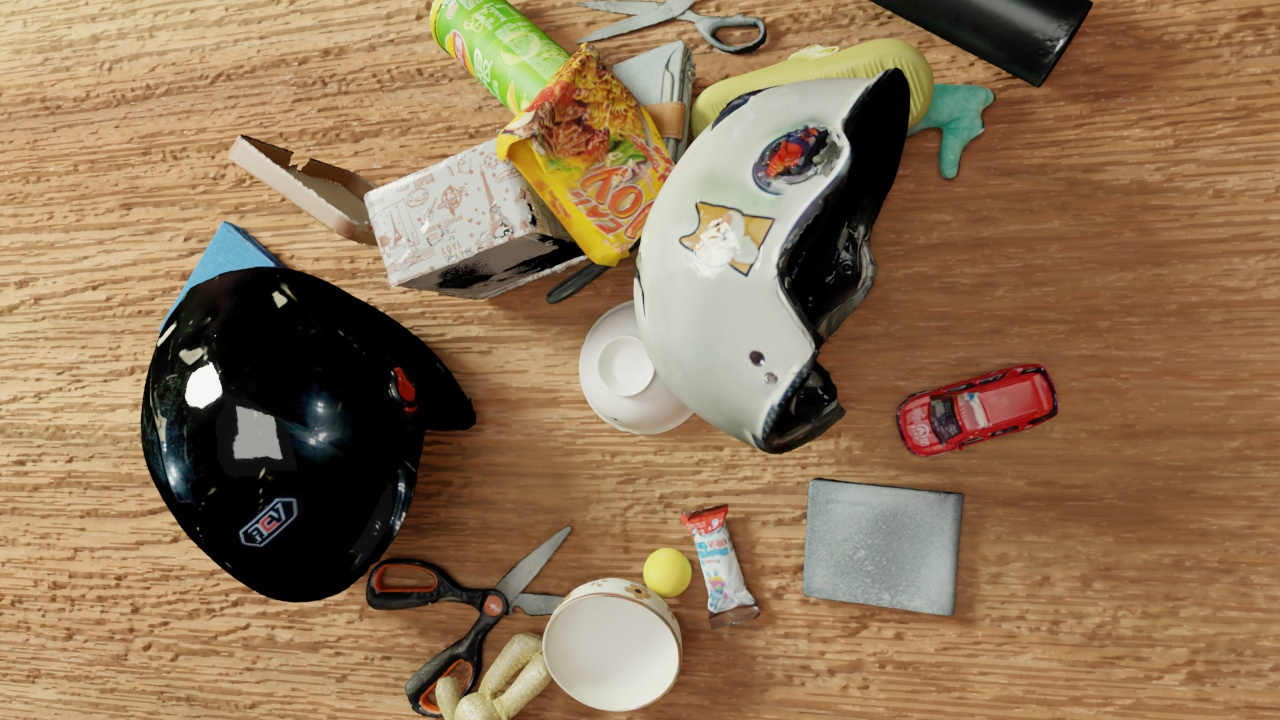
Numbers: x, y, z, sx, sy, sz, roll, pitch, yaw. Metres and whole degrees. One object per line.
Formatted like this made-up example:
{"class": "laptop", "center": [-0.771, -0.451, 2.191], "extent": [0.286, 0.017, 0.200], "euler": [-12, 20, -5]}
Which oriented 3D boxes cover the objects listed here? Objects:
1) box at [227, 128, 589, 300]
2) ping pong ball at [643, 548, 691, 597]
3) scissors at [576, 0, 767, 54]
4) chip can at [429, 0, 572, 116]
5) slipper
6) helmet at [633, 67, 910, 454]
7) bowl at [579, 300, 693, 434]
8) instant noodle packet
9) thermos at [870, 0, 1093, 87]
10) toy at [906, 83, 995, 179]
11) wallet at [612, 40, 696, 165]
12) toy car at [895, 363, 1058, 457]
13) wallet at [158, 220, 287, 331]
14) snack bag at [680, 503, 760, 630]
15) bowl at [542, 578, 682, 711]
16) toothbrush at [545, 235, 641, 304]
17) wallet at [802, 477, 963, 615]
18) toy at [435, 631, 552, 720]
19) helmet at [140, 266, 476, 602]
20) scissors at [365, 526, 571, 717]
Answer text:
{"class": "box", "center": [-0.178, -0.118, 0.759], "extent": [0.273, 0.179, 0.130], "euler": [8, 93, 14]}
{"class": "ping pong ball", "center": [0.023, 0.177, 0.768], "extent": [0.040, 0.040, 0.040], "euler": [0, 89, 15]}
{"class": "scissors", "center": [0.032, -0.305, 0.793], "extent": [0.163, 0.014, 0.166], "euler": [44, 101, 14]}
{"class": "chip can", "center": [-0.091, -0.237, 0.761], "extent": [0.073, 0.072, 0.221], "euler": [-48, 60, 9]}
{"class": "slipper", "center": [0.136, -0.204, 0.732], "extent": [0.191, 0.081, 0.092], "euler": [-10, 122, 26]}
{"class": "helmet", "center": [0.083, -0.077, 0.653], "extent": [0.157, 0.230, 0.274], "euler": [14, 84, 20]}
{"class": "bowl", "center": [-0.005, 0.004, 0.767], "extent": [0.118, 0.064, 0.118], "euler": [-1, 88, 15]}
{"class": "instant noodle packet", "center": [-0.029, -0.145, 0.663], "extent": [0.128, 0.044, 0.110], "euler": [46, 72, -25]}
{"class": "thermos", "center": [0.226, -0.308, 0.711], "extent": [0.242, 0.068, 0.090], "euler": [35, 87, 13]}
{"class": "toy", "center": [0.231, -0.193, 0.727], "extent": [0.092, 0.030, 0.096], "euler": [7, 97, 17]}
{"class": "wallet", "center": [0.002, -0.189, 0.758], "extent": [0.107, 0.037, 0.129], "euler": [4, 89, 58]}
{"class": "toy car", "center": [0.258, 0.038, 0.707], "extent": [0.121, 0.045, 0.053], "euler": [-20, 82, 16]}
{"class": "wallet", "center": [-0.400, -0.055, 0.889], "extent": [0.106, 0.040, 0.133], "euler": [37, 98, 22]}
{"class": "snack bag", "center": [0.065, 0.169, 0.764], "extent": [0.045, 0.026, 0.105], "euler": [-17, 87, 11]}
{"class": "bowl", "center": [-0.019, 0.226, 0.760], "extent": [0.113, 0.062, 0.113], "euler": [3, 109, 8]}
{"class": "toothbrush", "center": [-0.009, -0.100, 0.796], "extent": [0.181, 0.018, 0.015], "euler": [-32, 85, 14]}
{"class": "wallet", "center": [0.192, 0.148, 0.736], "extent": [0.121, 0.019, 0.097], "euler": [4, 88, 16]}
{"class": "toy", "center": [-0.130, 0.305, 0.793], "extent": [0.105, 0.066, 0.157], "euler": [41, 100, 26]}
{"class": "helmet", "center": [-0.288, 0.056, 0.759], "extent": [0.234, 0.230, 0.274], "euler": [-36, 41, 11]}
{"class": "scissors", "center": [-0.153, 0.223, 0.824], "extent": [0.225, 0.021, 0.221], "euler": [27, 96, 13]}
